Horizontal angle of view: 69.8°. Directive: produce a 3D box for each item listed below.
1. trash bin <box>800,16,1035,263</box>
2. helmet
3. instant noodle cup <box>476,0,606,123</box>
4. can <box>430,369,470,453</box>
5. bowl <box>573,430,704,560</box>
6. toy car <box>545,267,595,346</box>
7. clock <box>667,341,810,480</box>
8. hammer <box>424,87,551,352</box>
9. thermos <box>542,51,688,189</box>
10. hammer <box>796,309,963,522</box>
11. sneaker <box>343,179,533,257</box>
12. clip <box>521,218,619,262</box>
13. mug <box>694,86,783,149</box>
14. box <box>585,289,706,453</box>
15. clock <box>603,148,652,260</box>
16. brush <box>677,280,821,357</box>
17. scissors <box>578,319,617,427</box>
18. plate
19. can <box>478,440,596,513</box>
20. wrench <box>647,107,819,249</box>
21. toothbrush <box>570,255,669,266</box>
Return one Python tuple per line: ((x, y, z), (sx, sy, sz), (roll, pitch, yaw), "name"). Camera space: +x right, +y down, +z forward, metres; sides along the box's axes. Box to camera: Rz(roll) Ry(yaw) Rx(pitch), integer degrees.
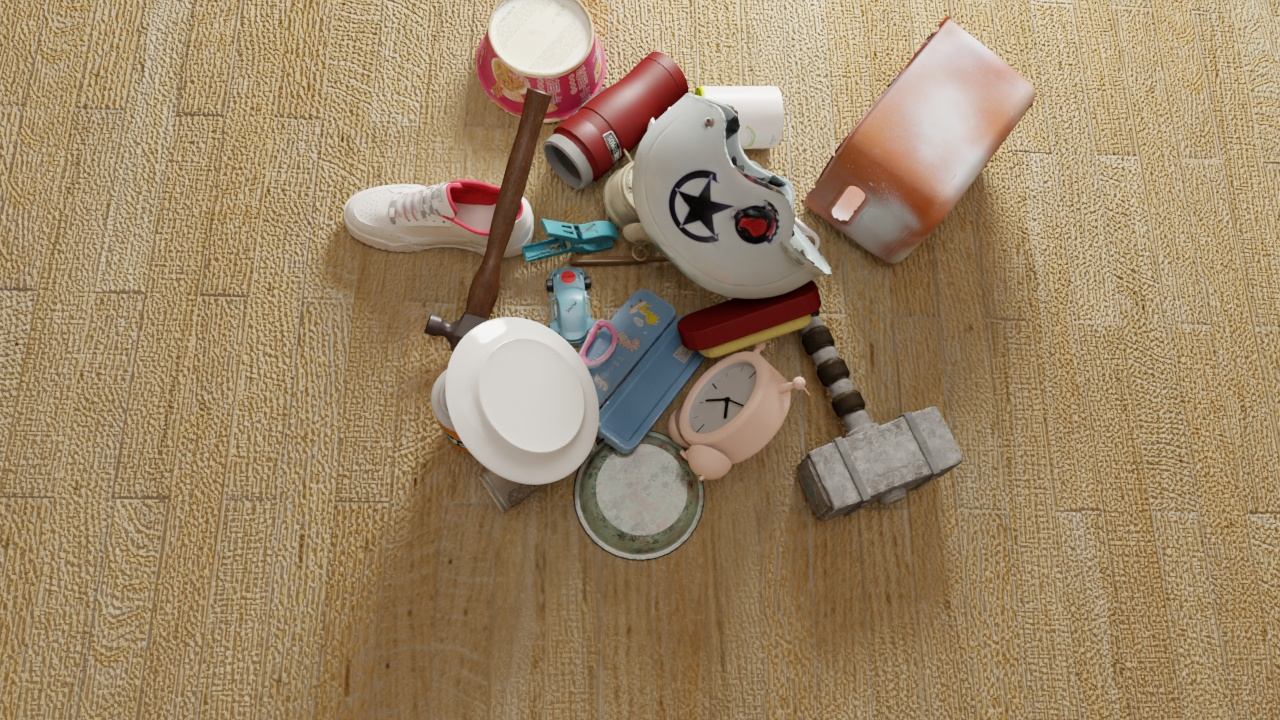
((0.353, -0.269, 1.167), (0.157, 0.182, 0.259), (39, 73, 5), "trash bin")
((0.094, -0.170, 1.071), (0.164, 0.236, 0.264), (-36, 101, 18), "helmet")
((-0.132, -0.417, 1.220), (0.178, 0.078, 0.178), (1, 73, -5), "instant noodle cup")
((-0.190, 0.058, 1.041), (0.079, 0.143, 0.079), (1, 73, -5), "can")
((0.000, 0.154, 1.083), (0.157, 0.039, 0.157), (1, 74, -5), "bowl")
((-0.087, -0.071, 1.148), (0.060, 0.027, 0.107), (-4, 74, -6), "toy car")
((0.113, 0.063, 1.068), (0.160, 0.131, 0.086), (-40, 117, 3), "clock")
((-0.162, -0.157, 1.084), (0.115, 0.033, 0.323), (14, 103, -15), "hammer")
((-0.039, -0.318, 1.202), (0.198, 0.084, 0.108), (-45, 51, -17), "thermos")
((0.240, 0.023, 1.129), (0.176, 0.080, 0.326), (-19, 71, -10), "hammer")
((-0.251, -0.187, 1.128), (0.236, 0.104, 0.090), (8, 73, -2), "sneaker")
((-0.087, -0.148, 1.158), (0.120, 0.104, 0.027), (-10, 75, -29), "clip")
((0.127, -0.320, 1.212), (0.106, 0.083, 0.082), (-3, 74, -7), "mug")
((-0.007, 0.006, 1.109), (0.125, 0.021, 0.208), (36, 59, 6), "box")
((0.004, -0.193, 1.164), (0.093, 0.055, 0.140), (12, 70, -25), "clock")
((0.132, -0.048, 1.102), (0.173, 0.082, 0.042), (-19, 109, -1), "brush")
((-0.101, 0.006, 1.077), (0.173, 0.014, 0.170), (25, 60, 5), "scissors")
((-0.119, 0.039, 0.990), (0.188, 0.016, 0.188), (16, 62, -33), "plate")
((-0.119, 0.119, 1.076), (0.135, 0.054, 0.054), (-33, 79, -13), "can")
((0.123, -0.227, 1.184), (0.273, 0.018, 0.066), (38, 119, -7), "wrench")
((-0.007, -0.127, 1.178), (0.167, 0.016, 0.016), (-1, 73, -6), "toothbrush")
